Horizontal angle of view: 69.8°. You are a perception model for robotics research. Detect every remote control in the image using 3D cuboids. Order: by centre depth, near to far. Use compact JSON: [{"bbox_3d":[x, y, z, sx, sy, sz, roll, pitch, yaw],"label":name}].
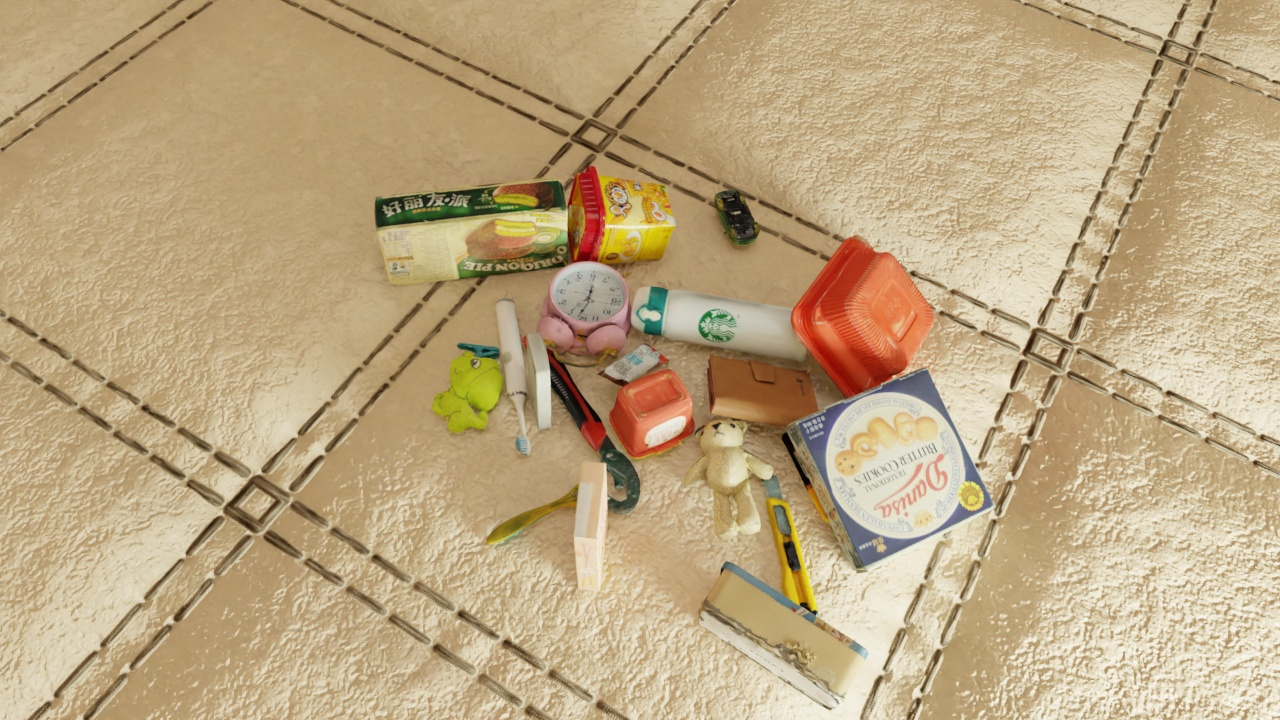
[{"bbox_3d":[-0.117,0.025,1.065,0.019,0.135,0.056,-10,58,-11],"label":"remote control"}]

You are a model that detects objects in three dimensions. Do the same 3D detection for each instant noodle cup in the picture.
[{"bbox_3d":[0.287,-0.054,1.133,0.164,0.079,0.188,48,59,-15],"label":"instant noodle cup"},{"bbox_3d":[-0.027,-0.186,1.224,0.123,0.116,0.116,-1,56,-18],"label":"instant noodle cup"}]

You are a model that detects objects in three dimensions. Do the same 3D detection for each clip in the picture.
[{"bbox_3d":[-0.204,-0.009,1.154,0.055,0.013,0.034,-6,59,-7],"label":"clip"}]

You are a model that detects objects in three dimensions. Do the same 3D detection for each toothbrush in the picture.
[{"bbox_3d":[-0.155,0.018,1.132,0.026,0.027,0.220,17,49,-39],"label":"toothbrush"}]

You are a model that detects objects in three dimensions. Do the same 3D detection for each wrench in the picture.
[{"bbox_3d":[-0.073,0.068,1.108,0.056,0.016,0.273,-14,57,-30],"label":"wrench"}]

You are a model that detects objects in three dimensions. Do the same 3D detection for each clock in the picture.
[{"bbox_3d":[-0.069,-0.055,1.159,0.117,0.060,0.158,10,57,-1],"label":"clock"}]

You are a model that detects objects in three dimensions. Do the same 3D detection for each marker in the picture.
[{"bbox_3d":[0.198,0.137,1.083,0.018,0.015,0.123,-15,57,-14],"label":"marker"}]

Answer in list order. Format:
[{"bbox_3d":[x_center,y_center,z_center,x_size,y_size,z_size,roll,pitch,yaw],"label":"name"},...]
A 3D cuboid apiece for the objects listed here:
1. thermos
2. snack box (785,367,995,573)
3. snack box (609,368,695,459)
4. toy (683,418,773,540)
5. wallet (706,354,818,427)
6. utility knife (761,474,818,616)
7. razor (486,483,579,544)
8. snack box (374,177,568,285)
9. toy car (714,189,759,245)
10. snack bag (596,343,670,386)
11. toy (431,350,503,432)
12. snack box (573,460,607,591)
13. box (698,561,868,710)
[{"bbox_3d":[0.100,-0.048,1.161,0.224,0.073,0.073,10,58,4],"label":"thermos"},{"bbox_3d":[0.285,0.122,1.048,0.177,0.046,0.182,-21,79,-15],"label":"snack box"},{"bbox_3d":[0.016,0.061,1.082,0.091,0.080,0.082,-23,62,-17],"label":"snack box"},{"bbox_3d":[0.100,0.133,1.049,0.105,0.066,0.157,-14,50,9],"label":"toy"},{"bbox_3d":[0.147,0.038,1.110,0.132,0.031,0.107,11,35,-6],"label":"wallet"},{"bbox_3d":[0.164,0.207,1.035,0.033,0.015,0.190,-5,58,-10],"label":"utility knife"},{"bbox_3d":[-0.113,0.175,1.037,0.132,0.028,0.043,-22,65,-14],"label":"razor"},{"bbox_3d":[-0.215,-0.166,1.193,0.240,0.115,0.063,-8,58,-8],"label":"snack box"},{"bbox_3d":[0.133,-0.197,1.276,0.043,0.036,0.091,-13,58,-12],"label":"toy car"},{"bbox_3d":[-0.007,0.007,1.130,0.048,0.026,0.103,27,39,22],"label":"snack bag"},{"bbox_3d":[-0.206,0.038,1.114,0.100,0.031,0.096,-37,73,-20],"label":"toy"},{"bbox_3d":[-0.051,0.176,0.960,0.026,0.157,0.084,4,58,2],"label":"snack box"},{"bbox_3d":[0.137,0.280,0.945,0.184,0.090,0.063,33,68,15],"label":"box"}]
